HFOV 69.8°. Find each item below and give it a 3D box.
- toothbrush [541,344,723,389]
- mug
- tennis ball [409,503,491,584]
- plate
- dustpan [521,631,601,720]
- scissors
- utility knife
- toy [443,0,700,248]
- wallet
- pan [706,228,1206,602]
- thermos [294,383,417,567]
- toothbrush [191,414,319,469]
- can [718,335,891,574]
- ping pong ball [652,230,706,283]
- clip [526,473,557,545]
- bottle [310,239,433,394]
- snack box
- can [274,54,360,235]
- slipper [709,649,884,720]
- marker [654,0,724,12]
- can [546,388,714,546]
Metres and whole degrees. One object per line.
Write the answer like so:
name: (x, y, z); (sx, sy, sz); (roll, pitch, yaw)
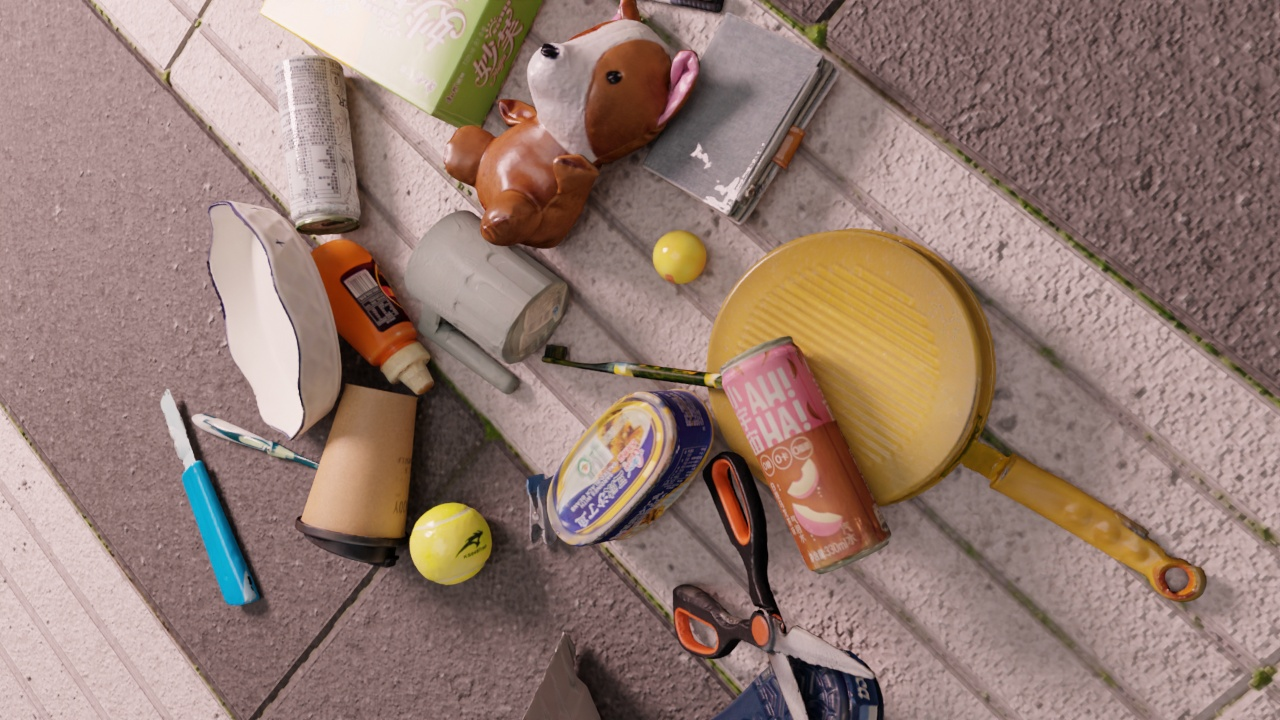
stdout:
toothbrush: (-0.004, 0.004, 0.693); (0.186, 0.012, 0.017); (7, 85, 37)
mug: (-0.126, -0.043, 0.738); (0.103, 0.083, 0.124); (35, 129, 16)
tennis ball: (-0.155, 0.149, 0.750); (0.065, 0.065, 0.065); (0, 90, 21)
plate: (-0.308, -0.036, 0.771); (0.205, 0.045, 0.205); (29, 127, 45)
dustpan: (-0.077, 0.371, 0.644); (0.143, 0.222, 0.257); (-26, 92, 7)
scissors: (0.077, 0.167, 0.615); (0.233, 0.021, 0.220); (138, 128, -57)
utility knife: (-0.417, 0.130, 0.876); (0.034, 0.018, 0.223); (-28, 82, 21)
toy: (-0.054, -0.180, 0.686); (0.200, 0.130, 0.140); (-38, 60, 9)
wallet: (0.073, -0.176, 0.675); (0.106, 0.037, 0.130); (37, 102, 28)
pan: (0.206, 0.050, 0.620); (0.357, 0.078, 0.198); (37, 108, 23)
thermos: (-0.231, 0.095, 0.771); (0.093, 0.093, 0.143); (10, 85, 21)
toothbrush: (-0.347, 0.081, 0.849); (0.192, 0.018, 0.016); (16, 96, 20)
can: (0.106, 0.061, 0.597); (0.058, 0.057, 0.147); (-28, 78, 19)
ping pong ball: (0.029, -0.078, 0.689); (0.040, 0.040, 0.040); (0, 90, 21)
clip: (-0.079, 0.121, 0.742); (0.036, 0.025, 0.058); (4, 97, 28)
bottle: (-0.227, -0.032, 0.782); (0.067, 0.066, 0.149); (-41, 84, 16)
snack box: (-0.194, -0.307, 0.759); (0.210, 0.070, 0.158); (33, 101, 18)
can: (-0.281, -0.187, 0.800); (0.058, 0.058, 0.146); (-9, 87, 21)
slipper: (0.094, 0.295, 0.644); (0.095, 0.105, 0.253); (16, 118, -23)
marker: (0.003, -0.289, 0.709); (0.131, 0.022, 0.018); (19, 86, 19)
can: (-0.010, 0.080, 0.682); (0.148, 0.049, 0.074); (-49, 61, 29)
